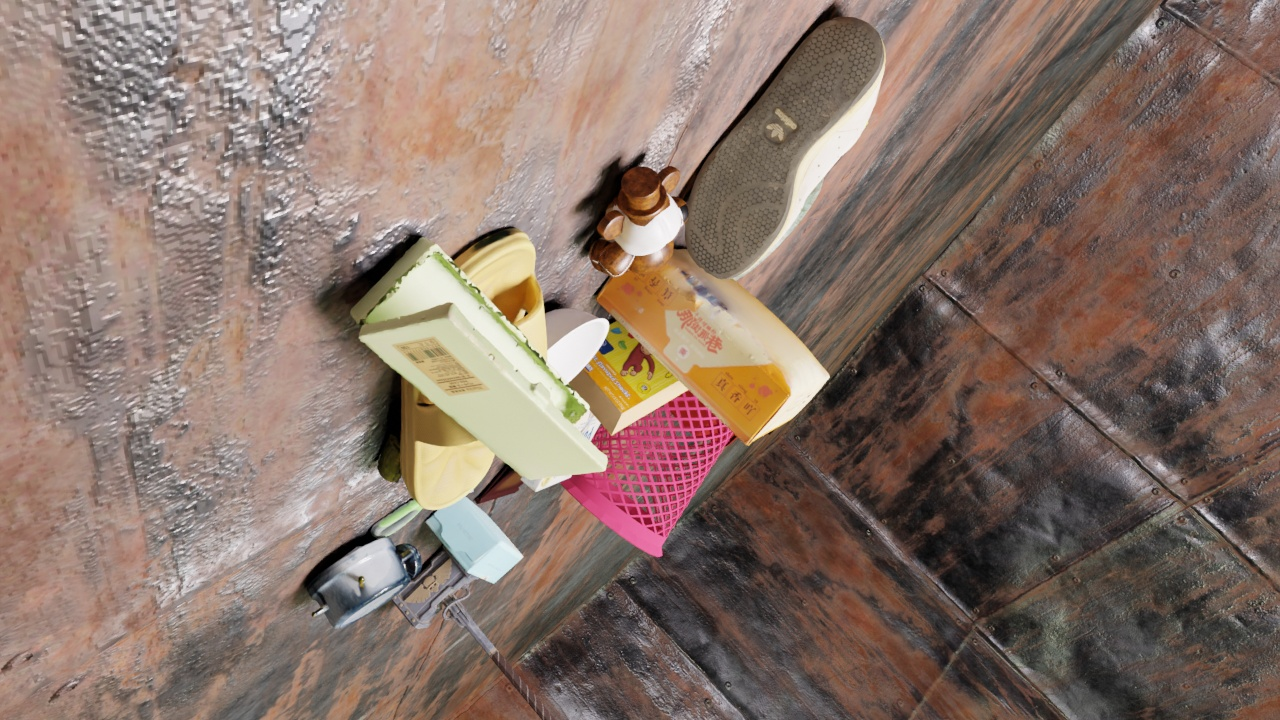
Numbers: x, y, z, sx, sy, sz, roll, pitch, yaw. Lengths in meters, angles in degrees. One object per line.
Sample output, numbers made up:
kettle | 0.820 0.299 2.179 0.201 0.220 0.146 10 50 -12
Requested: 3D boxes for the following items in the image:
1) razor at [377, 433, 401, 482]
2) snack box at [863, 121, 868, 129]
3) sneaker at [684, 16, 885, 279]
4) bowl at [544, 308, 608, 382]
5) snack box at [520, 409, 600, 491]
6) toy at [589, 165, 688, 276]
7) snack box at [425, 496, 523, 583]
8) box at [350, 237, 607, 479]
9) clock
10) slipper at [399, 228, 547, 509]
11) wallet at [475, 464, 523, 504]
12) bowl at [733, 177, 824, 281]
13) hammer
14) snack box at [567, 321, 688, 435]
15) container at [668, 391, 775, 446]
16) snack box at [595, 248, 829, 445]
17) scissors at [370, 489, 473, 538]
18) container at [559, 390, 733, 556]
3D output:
razor | -0.174 0.062 0.774 0.105 0.026 0.043 -35 162 -48
snack box | 0.184 -0.231 0.913 0.040 0.029 0.147 -52 165 29
sneaker | 0.127 -0.182 0.802 0.242 0.089 0.102 -54 172 22
bowl | -0.081 -0.010 0.783 0.109 0.040 0.110 -41 166 -12
snack box | -0.075 0.075 1.031 0.150 0.026 0.081 -61 162 18
toy | 0.000 -0.106 0.700 0.087 0.067 0.113 -41 157 -14
snack box | -0.187 0.207 1.053 0.053 0.075 0.175 -40 166 -12
box | -0.098 0.013 0.583 0.078 0.089 0.188 -34 137 6
clock | -0.263 0.212 0.886 0.090 0.052 0.129 -37 171 8
slipper | -0.119 0.028 0.671 0.099 0.078 0.264 -26 148 -39
wallet | -0.136 0.124 1.085 0.116 0.018 0.091 -45 166 17
bowl | 0.123 -0.149 0.965 0.157 0.038 0.158 -41 166 -13
hammer | -0.157 0.366 1.085 0.098 0.322 0.044 -43 166 -5
snack box | -0.005 0.005 0.922 0.125 0.088 0.040 -29 157 -35
container | 0.140 0.056 1.439 0.148 0.127 0.200 -49 156 17
snack box | 0.075 -0.026 0.858 0.081 0.195 0.144 -51 165 21
scissors | -0.191 0.118 0.904 0.171 0.023 0.169 -38 160 -31
container | 0.025 0.112 1.214 0.226 0.183 0.183 -52 166 0
